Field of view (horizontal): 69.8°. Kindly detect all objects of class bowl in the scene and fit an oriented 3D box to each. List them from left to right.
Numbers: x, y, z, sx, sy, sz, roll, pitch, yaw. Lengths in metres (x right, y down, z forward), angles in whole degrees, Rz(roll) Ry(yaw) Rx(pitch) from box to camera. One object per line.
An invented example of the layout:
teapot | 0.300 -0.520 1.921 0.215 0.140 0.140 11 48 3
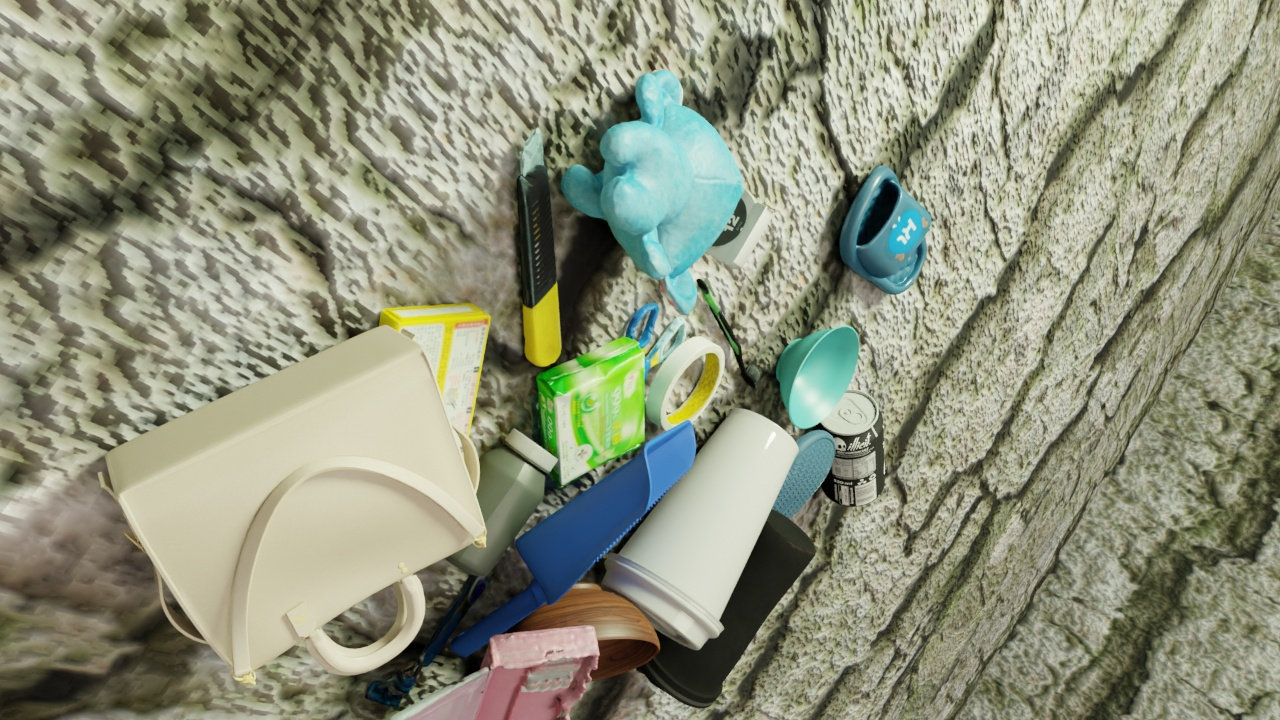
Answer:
bowl | -0.061 0.245 0.843 0.147 0.068 0.147 -9 149 -6
bowl | 0.182 0.010 0.995 0.120 0.046 0.121 -28 133 -35

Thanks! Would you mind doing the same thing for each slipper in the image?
slipper | 0.134 0.156 1.029 0.214 0.059 0.103 -52 148 16
slipper | 0.273 -0.128 0.998 0.104 0.059 0.213 -56 144 -1

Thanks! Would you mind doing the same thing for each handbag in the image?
handbag | -0.186 0.106 0.558 0.194 0.101 0.198 -29 117 -25

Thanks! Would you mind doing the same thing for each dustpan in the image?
dustpan | -0.062 0.153 0.759 0.258 0.059 0.245 -35 175 9

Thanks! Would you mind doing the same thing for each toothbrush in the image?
toothbrush | 0.087 -0.025 0.891 0.017 0.014 0.188 -61 145 -20

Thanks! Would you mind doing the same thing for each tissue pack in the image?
tissue pack | -0.041 0.043 0.765 0.099 0.034 0.114 -25 133 -30

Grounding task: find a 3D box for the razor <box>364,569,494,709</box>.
razor | -0.169 0.230 0.765 0.140 0.018 0.044 -52 142 -10

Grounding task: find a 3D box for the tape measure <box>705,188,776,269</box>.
tape measure | 0.075 -0.116 0.773 0.016 0.065 0.064 24 97 -53

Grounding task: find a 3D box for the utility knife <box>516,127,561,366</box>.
utility knife | -0.074 -0.077 0.665 0.028 0.020 0.187 -28 134 -37

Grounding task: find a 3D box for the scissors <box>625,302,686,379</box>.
scissors | 0.003 0.010 0.822 0.096 0.020 0.133 0 115 -47

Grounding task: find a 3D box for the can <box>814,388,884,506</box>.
can | 0.256 0.109 1.118 0.080 0.080 0.146 -41 139 -23

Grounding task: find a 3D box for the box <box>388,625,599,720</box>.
box | -0.137 0.302 0.774 0.180 0.050 0.233 -9 143 -27

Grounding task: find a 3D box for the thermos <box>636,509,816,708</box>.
thermos | 0.093 0.263 0.982 0.105 0.106 0.219 17 113 -52

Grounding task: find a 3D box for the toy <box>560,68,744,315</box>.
toy | 0.001 -0.121 0.654 0.180 0.115 0.183 -14 103 -65

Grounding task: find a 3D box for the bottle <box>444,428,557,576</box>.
bottle | -0.113 0.109 0.713 0.108 0.060 0.060 -54 143 -7

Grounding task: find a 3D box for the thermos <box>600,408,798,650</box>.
thermos | 0.068 0.161 0.913 0.221 0.132 0.131 -55 143 -18

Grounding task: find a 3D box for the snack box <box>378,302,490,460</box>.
snack box | -0.154 0.036 0.646 0.075 0.025 0.152 -8 120 -46

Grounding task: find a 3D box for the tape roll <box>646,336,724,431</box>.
tape roll | 0.043 0.023 0.857 0.093 0.019 0.094 -38 146 -32
